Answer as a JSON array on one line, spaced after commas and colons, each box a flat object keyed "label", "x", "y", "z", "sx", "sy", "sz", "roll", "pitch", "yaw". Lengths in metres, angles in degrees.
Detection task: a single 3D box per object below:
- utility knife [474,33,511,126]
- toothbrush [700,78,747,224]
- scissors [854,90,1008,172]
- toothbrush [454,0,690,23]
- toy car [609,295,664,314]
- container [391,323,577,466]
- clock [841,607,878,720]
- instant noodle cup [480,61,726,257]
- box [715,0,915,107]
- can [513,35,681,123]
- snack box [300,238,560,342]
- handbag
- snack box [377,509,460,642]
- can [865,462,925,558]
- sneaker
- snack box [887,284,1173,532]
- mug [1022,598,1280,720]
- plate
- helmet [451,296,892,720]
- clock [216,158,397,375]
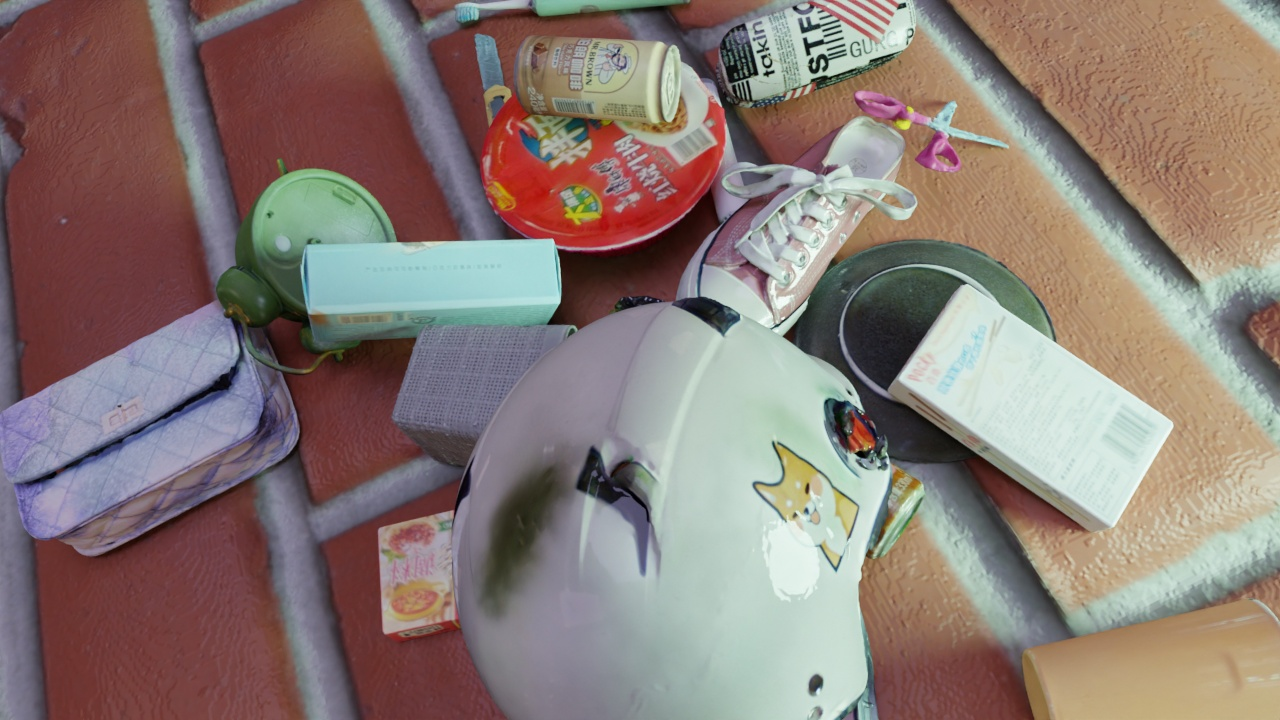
[{"label": "utility knife", "x": -0.123, "y": -0.210, "z": 0.806, "sx": 0.031, "sy": 0.022, "sz": 0.220, "roll": -12, "pitch": 57, "yaw": -3}, {"label": "toothbrush", "x": 0.069, "y": -0.133, "z": 0.721, "sx": 0.026, "sy": 0.027, "sz": 0.220, "roll": -1, "pitch": 61, "yaw": -17}, {"label": "scissors", "x": 0.223, "y": -0.171, "z": 0.687, "sx": 0.133, "sy": 0.017, "sz": 0.130, "roll": 10, "pitch": 42, "yaw": -17}, {"label": "toothbrush", "x": -0.065, "y": -0.334, "z": 0.848, "sx": 0.225, "sy": 0.026, "sz": 0.027, "roll": -1, "pitch": 85, "yaw": 10}, {"label": "toy car", "x": -0.004, "y": 0.004, "z": 0.662, "sx": 0.048, "sy": 0.032, "sz": 0.105, "roll": 7, "pitch": 69, "yaw": 13}, {"label": "container", "x": -0.099, "y": 0.027, "z": 0.637, "sx": 0.114, "sy": 0.090, "sz": 0.090, "roll": 5, "pitch": 64, "yaw": 16}, {"label": "clock", "x": 0.097, "y": 0.176, "z": 0.510, "sx": 0.060, "sy": 0.117, "sz": 0.158, "roll": -8, "pitch": 62, "yaw": 17}, {"label": "instant noodle cup", "x": -0.025, "y": -0.153, "z": 0.727, "sx": 0.194, "sy": 0.066, "sz": 0.193, "roll": -5, "pitch": 63, "yaw": 9}, {"label": "box", "x": 0.142, "y": -0.255, "z": 0.763, "sx": 0.163, "sy": 0.083, "sz": 0.075, "roll": -20, "pitch": 98, "yaw": -1}, {"label": "can", "x": -0.032, "y": -0.210, "z": 0.686, "sx": 0.116, "sy": 0.058, "sz": 0.058, "roll": 8, "pitch": 65, "yaw": 14}, {"label": "snack box", "x": -0.148, "y": -0.050, "z": 0.654, "sx": 0.174, "sy": 0.074, "sz": 0.051, "roll": -3, "pitch": 78, "yaw": -16}, {"label": "handbag", "x": -0.363, "y": 0.046, "z": 0.682, "sx": 0.194, "sy": 0.076, "sz": 0.134, "roll": -29, "pitch": 62, "yaw": -6}, {"label": "snack box", "x": -0.098, "y": 0.134, "z": 0.616, "sx": 0.153, "sy": 0.025, "sz": 0.075, "roll": -13, "pitch": 61, "yaw": 3}, {"label": "can", "x": 0.107, "y": 0.064, "z": 0.596, "sx": 0.147, "sy": 0.058, "sz": 0.057, "roll": 35, "pitch": 74, "yaw": 24}, {"label": "sneaker", "x": 0.113, "y": -0.101, "z": 0.645, "sx": 0.118, "sy": 0.088, "sz": 0.240, "roll": 40, "pitch": 68, "yaw": 10}, {"label": "snack box", "x": 0.248, "y": 0.029, "z": 0.586, "sx": 0.157, "sy": 0.027, "sz": 0.084, "roll": 36, "pitch": 75, "yaw": 10}, {"label": "mug", "x": 0.280, "y": 0.178, "z": 0.500, "sx": 0.123, "sy": 0.078, "sz": 0.078, "roll": -12, "pitch": 62, "yaw": 11}, {"label": "plate", "x": 0.197, "y": -0.015, "z": 0.639, "sx": 0.179, "sy": 0.024, "sz": 0.179, "roll": -4, "pitch": 63, "yaw": 9}, {"label": "helmet", "x": -0.004, "y": 0.068, "z": 0.472, "sx": 0.231, "sy": 0.157, "sz": 0.273, "roll": -15, "pitch": 47, "yaw": 34}, {"label": "clock", "x": -0.253, "y": -0.068, "z": 0.699, "sx": 0.056, "sy": 0.116, "sz": 0.161, "roll": -14, "pitch": 58, "yaw": 45}]
